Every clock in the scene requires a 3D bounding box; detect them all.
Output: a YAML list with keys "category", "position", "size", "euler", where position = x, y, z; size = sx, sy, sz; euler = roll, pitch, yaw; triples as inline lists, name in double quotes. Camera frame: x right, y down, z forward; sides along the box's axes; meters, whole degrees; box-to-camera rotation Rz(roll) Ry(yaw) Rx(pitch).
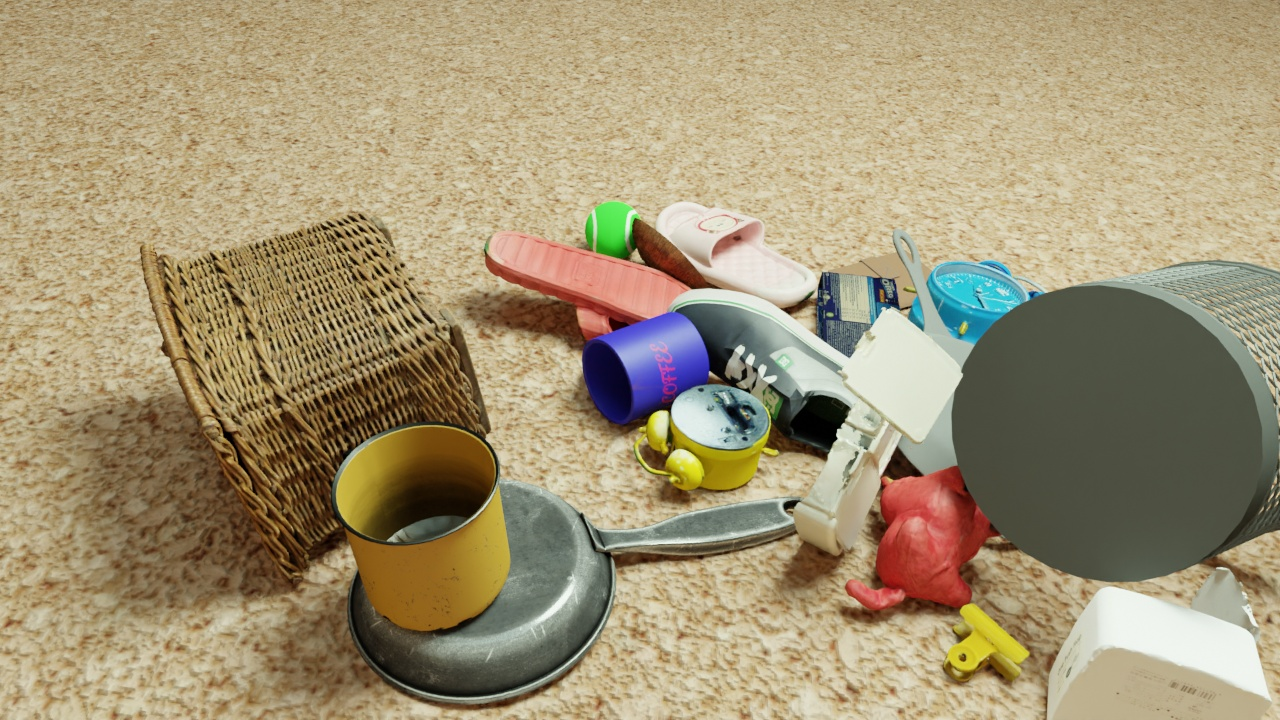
- category: "clock"
  position: [0.360, -0.058, 0.962]
  size: [0.161, 0.060, 0.117]
  euler: [-14, 40, -25]
- category: "clock"
  position: [0.052, 0.066, 0.761]
  size: [0.118, 0.057, 0.083]
  euler: [-10, 40, -20]

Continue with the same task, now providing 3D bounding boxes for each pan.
- category: "pan"
  position: [0.284, -0.001, 0.825]
  size: [0.216, 0.024, 0.353]
  euler: [11, 48, -20]
- category: "pan"
  position: [-0.032, 0.138, 0.671]
  size: [0.356, 0.055, 0.187]
  euler: [-12, 40, -15]

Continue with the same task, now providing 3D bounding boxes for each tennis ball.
- category: "tennis ball"
  position: [-0.030, -0.146, 1.032]
  size: [0.065, 0.065, 0.065]
  euler: [3, 36, -3]

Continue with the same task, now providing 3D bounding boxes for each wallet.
- category: "wallet"
  position: [0.282, -0.088, 1.034]
  size: [0.120, 0.013, 0.087]
  euler: [-17, 46, -26]

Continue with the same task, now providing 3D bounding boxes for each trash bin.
- category: "trash bin"
  position: [0.365, 0.038, 0.652]
  size: [0.226, 0.218, 0.218]
  euler: [-6, 34, -42]

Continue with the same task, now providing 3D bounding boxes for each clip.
- category: "clip"
  position: [0.232, 0.202, 0.633]
  size: [0.049, 0.044, 0.054]
  euler: [-48, 51, 2]

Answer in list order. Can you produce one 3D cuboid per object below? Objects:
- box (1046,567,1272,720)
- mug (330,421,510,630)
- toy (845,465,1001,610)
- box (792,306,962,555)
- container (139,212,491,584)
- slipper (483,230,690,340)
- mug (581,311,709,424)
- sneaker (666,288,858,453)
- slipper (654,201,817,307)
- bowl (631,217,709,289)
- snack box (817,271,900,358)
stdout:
- category: "box"
  position: [0.338, 0.184, 0.592]
  size: [0.121, 0.109, 0.136]
  euler: [16, 39, 14]
- category: "mug"
  position: [-0.145, 0.103, 0.591]
  size: [0.124, 0.094, 0.100]
  euler: [25, 46, 28]
- category: "toy"
  position: [0.200, 0.141, 0.690]
  size: [0.132, 0.088, 0.094]
  euler: [-40, 18, -20]
- category: "box"
  position: [0.169, 0.063, 0.643]
  size: [0.070, 0.186, 0.143]
  euler: [25, 77, 24]
- category: "container"
  position: [-0.242, 0.001, 0.703]
  size: [0.183, 0.162, 0.250]
  euler: [-26, 45, -20]
- category: "slipper"
  position: [-0.041, -0.060, 0.919]
  size: [0.249, 0.059, 0.103]
  euler: [20, 34, -4]
- category: "mug"
  position: [-0.005, 0.005, 0.831]
  size: [0.083, 0.079, 0.111]
  euler: [-21, 16, -31]
- category: "sneaker"
  position: [0.115, 0.014, 0.804]
  size: [0.235, 0.084, 0.078]
  euler: [31, 39, 17]
- category: "slipper"
  position: [0.102, -0.123, 1.026]
  size: [0.106, 0.056, 0.221]
  euler: [-25, 47, -32]
- category: "bowl"
  position: [0.024, -0.105, 0.978]
  size: [0.026, 0.102, 0.114]
  euler: [-46, 43, -2]
- category: "snack box"
  position: [0.223, -0.035, 0.935]
  size: [0.082, 0.027, 0.149]
  euler: [9, 42, 4]
